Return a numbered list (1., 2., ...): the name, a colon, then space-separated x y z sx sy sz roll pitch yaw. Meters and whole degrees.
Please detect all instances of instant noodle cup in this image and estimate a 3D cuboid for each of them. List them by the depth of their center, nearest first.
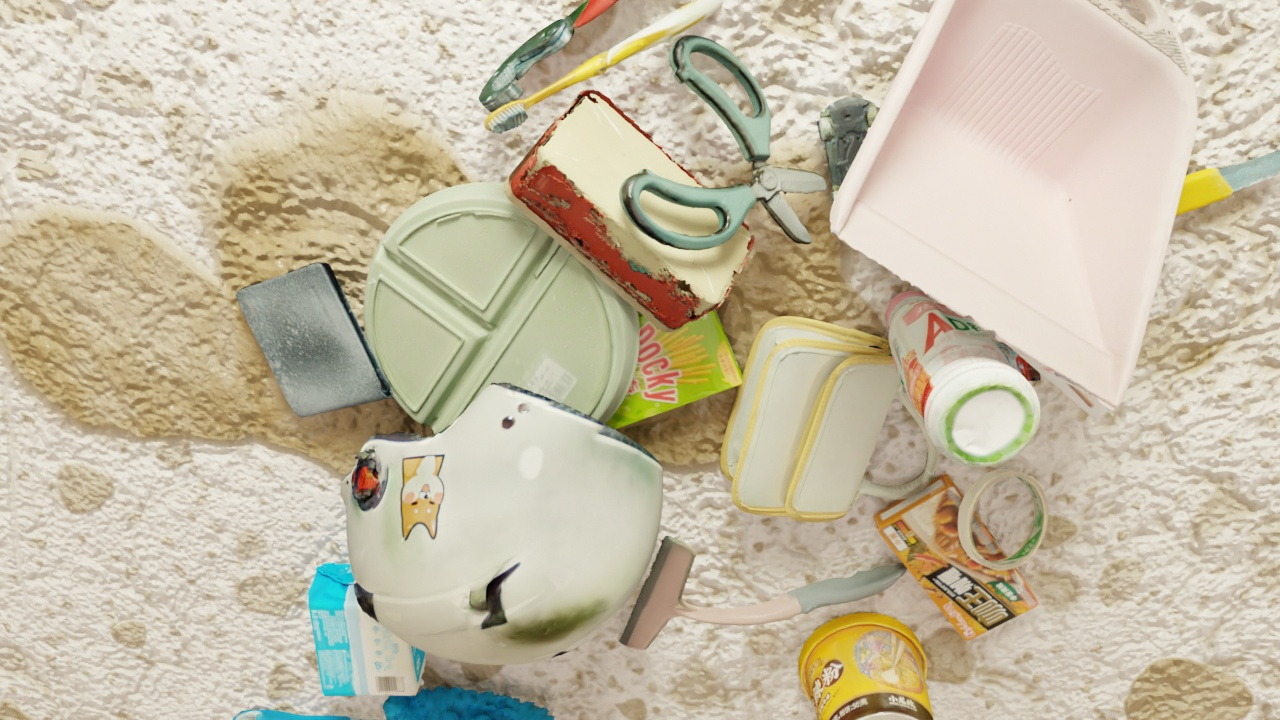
1. instant noodle cup: 0.208 0.310 0.825 0.118 0.114 0.119 1 114 2

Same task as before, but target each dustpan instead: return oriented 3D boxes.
1. dustpan: 0.257 -0.145 0.580 0.222 0.272 0.139 27 137 -13

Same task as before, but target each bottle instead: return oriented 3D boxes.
1. bottle: 0.214 0.001 0.645 0.068 0.196 0.068 1 113 2

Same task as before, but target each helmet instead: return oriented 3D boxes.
1. helmet: -0.110 0.152 0.702 0.275 0.156 0.230 -25 137 25

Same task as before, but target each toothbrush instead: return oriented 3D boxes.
1. toothbrush: -0.022 -0.204 0.630 0.191 0.018 0.016 -31 137 -8

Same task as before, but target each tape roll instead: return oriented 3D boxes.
1. tape roll: 0.308 0.135 0.779 0.085 0.014 0.086 -2 96 -20

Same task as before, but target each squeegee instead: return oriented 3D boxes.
1. squeegee: 0.121 0.205 0.793 0.249 0.040 0.248 -4 146 -13

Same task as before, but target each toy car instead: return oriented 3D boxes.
1. toy car: 0.156 -0.147 0.671 0.043 0.034 0.090 -13 111 10

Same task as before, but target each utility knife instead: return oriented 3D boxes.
1. utility knife: 0.388 -0.115 0.686 0.209 0.015 0.033 -19 111 13

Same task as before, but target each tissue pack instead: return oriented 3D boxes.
1. tissue pack: -0.248 0.247 0.840 0.090 0.063 0.140 0 116 -2

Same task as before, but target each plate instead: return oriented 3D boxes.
1. plate: -0.114 -0.023 0.717 0.230 0.027 0.230 5 112 12

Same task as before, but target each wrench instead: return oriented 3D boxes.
1. wrench: -0.005 -0.263 0.621 0.274 0.056 0.016 -37 126 12

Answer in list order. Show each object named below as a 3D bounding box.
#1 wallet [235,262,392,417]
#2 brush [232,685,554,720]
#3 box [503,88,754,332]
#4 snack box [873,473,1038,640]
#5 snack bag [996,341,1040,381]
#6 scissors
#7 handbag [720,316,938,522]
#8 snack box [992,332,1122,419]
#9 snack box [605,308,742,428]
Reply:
1. wallet: -0.262 -0.014 0.738 0.097 0.019 0.121 -13 110 24
2. brush: -0.245 0.354 0.889 0.314 0.060 0.110 11 136 -3
3. box: -0.002 -0.106 0.652 0.168 0.091 0.076 40 147 -14
4. snack box: 0.279 0.176 0.812 0.075 0.026 0.154 -35 108 16
5. snack bag: 0.269 0.011 0.731 0.104 0.026 0.048 -19 102 -12
6. scissors: 0.055 -0.153 0.641 0.170 0.019 0.181 -7 82 -26
7. handbag: 0.167 0.059 0.750 0.178 0.063 0.164 10 115 -6
8. snack box: 0.292 -0.031 0.688 0.157 0.084 0.027 36 127 -13
9. snack box: -0.004 0.004 0.746 0.156 0.026 0.086 -20 110 10
